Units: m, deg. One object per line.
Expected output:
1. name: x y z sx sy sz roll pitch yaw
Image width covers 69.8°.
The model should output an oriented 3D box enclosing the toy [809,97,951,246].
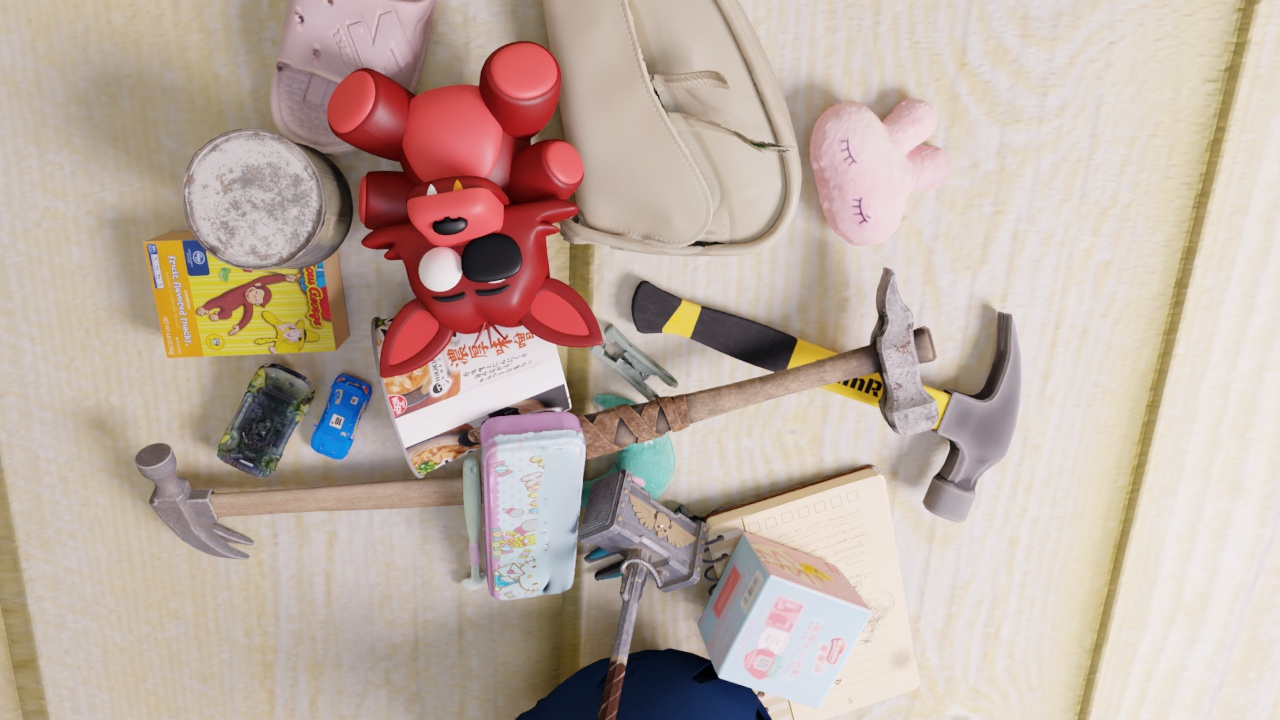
1. toy: 0.177 -0.145 0.676 0.105 0.053 0.108 -27 106 -9

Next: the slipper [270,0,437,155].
1. slipper: -0.185 -0.250 0.620 0.094 0.064 0.239 22 105 -9

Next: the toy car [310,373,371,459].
1. toy car: -0.237 0.046 0.716 0.033 0.061 0.092 23 106 -9

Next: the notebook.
1. notebook: 0.149 0.216 0.795 0.167 0.024 0.225 -16 108 -5

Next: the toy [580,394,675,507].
1. toy: -0.015 0.084 0.754 0.085 0.033 0.105 23 107 2

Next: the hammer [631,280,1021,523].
1. hammer: 0.147 0.002 0.727 0.324 0.034 0.170 19 98 -5

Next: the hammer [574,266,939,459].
1. hammer: 0.063 0.028 0.697 0.319 0.049 0.121 -16 99 8

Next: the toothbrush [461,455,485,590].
1. toothbrush: -0.136 0.135 0.747 0.022 0.015 0.155 -16 134 -26

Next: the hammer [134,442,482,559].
1. hammer: -0.221 0.107 0.743 0.331 0.030 0.120 -4 131 -4

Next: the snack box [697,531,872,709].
1. snack box: 0.112 0.205 0.730 0.094 0.079 0.093 22 101 -14

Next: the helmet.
1. helmet: 0.006 0.341 0.718 0.232 0.272 0.223 42 98 19

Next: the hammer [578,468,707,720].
1. hammer: -0.021 0.235 0.638 0.098 0.321 0.044 37 135 -26

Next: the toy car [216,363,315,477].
1. toy car: -0.295 0.046 0.727 0.048 0.033 0.106 29 114 -15

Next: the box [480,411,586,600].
1. box: -0.084 0.120 0.708 0.076 0.033 0.215 -4 138 -10

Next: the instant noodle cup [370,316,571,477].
1. instant noodle cup: -0.122 0.011 0.687 0.121 0.123 0.124 -16 108 -6

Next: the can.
1. can: -0.248 -0.106 0.621 0.090 0.074 0.090 0 97 -3

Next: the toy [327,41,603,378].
1. toy: -0.114 -0.097 0.608 0.158 0.120 0.197 -8 84 3

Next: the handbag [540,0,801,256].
1. handbag: 0.010 -0.174 0.624 0.184 0.131 0.229 -9 107 8

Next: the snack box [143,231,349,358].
1. snack box: -0.294 -0.052 0.693 0.126 0.040 0.088 -2 108 -1

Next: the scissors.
1. scissors: 0.021 0.146 0.780 0.138 0.019 0.136 26 107 -10

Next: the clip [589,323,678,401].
1. clip: -0.005 0.005 0.731 0.076 0.023 0.044 40 105 -11
